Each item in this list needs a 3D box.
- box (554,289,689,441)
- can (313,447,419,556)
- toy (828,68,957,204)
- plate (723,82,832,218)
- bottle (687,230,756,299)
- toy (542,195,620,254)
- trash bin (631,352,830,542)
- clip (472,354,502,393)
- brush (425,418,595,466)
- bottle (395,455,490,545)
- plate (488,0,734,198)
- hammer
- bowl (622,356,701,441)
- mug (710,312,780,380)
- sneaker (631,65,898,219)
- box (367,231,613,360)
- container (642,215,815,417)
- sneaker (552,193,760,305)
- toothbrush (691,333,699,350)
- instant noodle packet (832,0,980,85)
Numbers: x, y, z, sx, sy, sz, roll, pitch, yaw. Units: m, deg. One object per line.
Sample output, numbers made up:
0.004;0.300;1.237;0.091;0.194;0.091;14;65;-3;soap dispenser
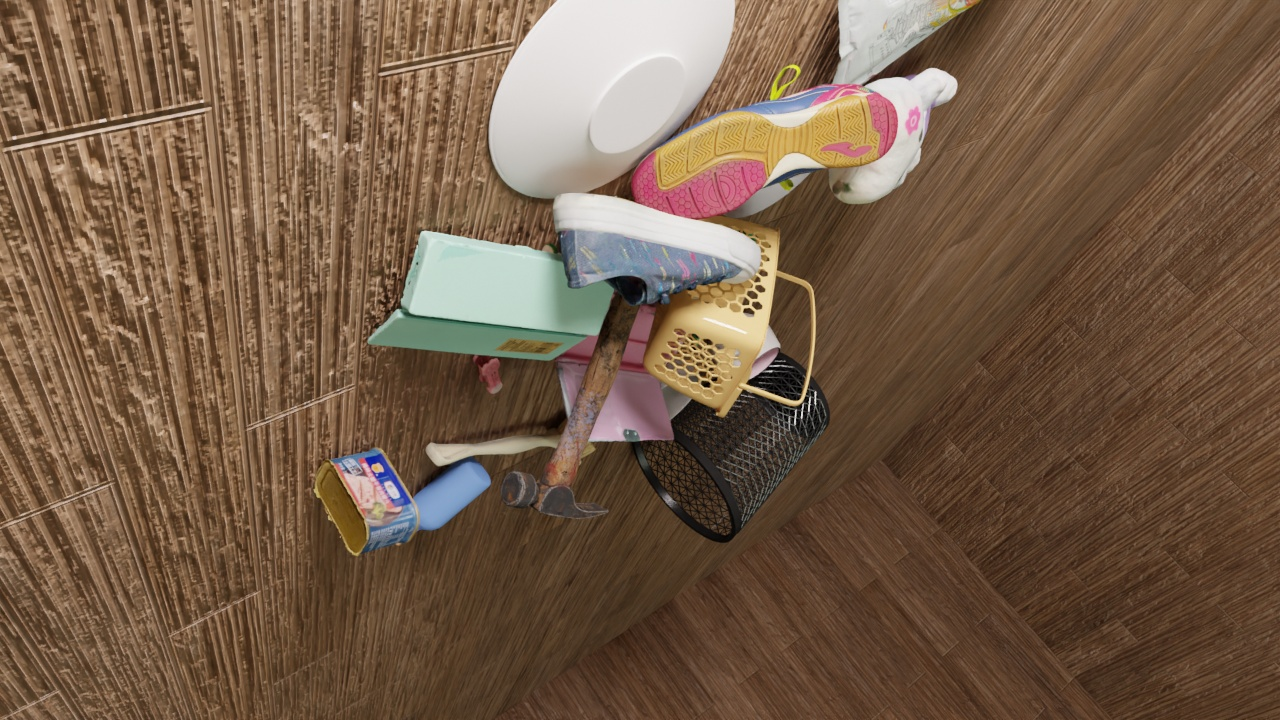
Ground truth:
-0.021;0.003;1.008;0.232;0.075;0.172;12;90;-62;box
-0.265;0.135;0.883;0.058;0.100;0.054;-8;143;-49;can
0.260;-0.243;0.954;0.208;0.085;0.138;-37;155;-52;toy
0.141;-0.218;0.941;0.172;0.019;0.173;-33;159;-15;plate
0.090;-0.104;1.059;0.110;0.042;0.042;-38;160;0;bottle
-0.051;-0.100;0.830;0.112;0.050;0.087;-37;160;-21;toy
0.149;0.117;1.410;0.242;0.217;0.217;-37;161;-24;trash bin
-0.157;0.006;0.920;0.023;0.041;0.060;-34;149;-23;clip
-0.147;0.102;1.087;0.271;0.062;0.077;4;117;-56;brush
-0.238;0.167;1.066;0.131;0.048;0.048;-40;160;4;bottle
-0.010;-0.203;0.701;0.229;0.030;0.230;-33;159;-15;plate
-0.025;-0.006;0.880;0.120;0.033;0.330;20;92;-45;hammer
0.008;0.039;1.186;0.131;0.064;0.132;-33;159;-15;bowl
0.135;-0.024;1.254;0.090;0.076;0.123;-43;159;12;mug
0.104;-0.188;0.826;0.241;0.091;0.116;-16;125;-4;sneaker
-0.121;-0.041;0.781;0.186;0.056;0.138;4;132;-38;box
0.105;-0.047;0.946;0.129;0.167;0.182;117;-9;-47;container
0.015;-0.083;0.792;0.235;0.088;0.079;7;88;-46;sneaker
0.077;-0.058;1.174;0.017;0.014;0.188;-41;161;-18;toothbrush
0.288;-0.355;0.847;0.269;0.057;0.147;-35;151;-9;instant noodle packet
